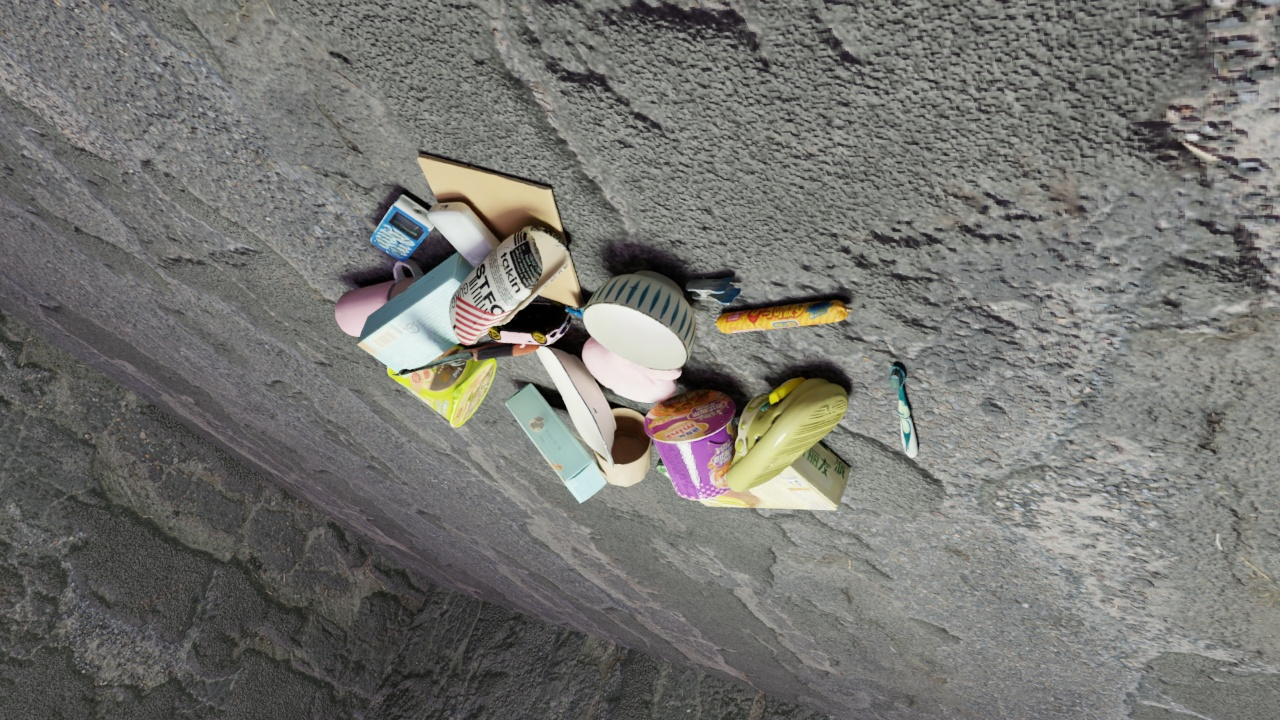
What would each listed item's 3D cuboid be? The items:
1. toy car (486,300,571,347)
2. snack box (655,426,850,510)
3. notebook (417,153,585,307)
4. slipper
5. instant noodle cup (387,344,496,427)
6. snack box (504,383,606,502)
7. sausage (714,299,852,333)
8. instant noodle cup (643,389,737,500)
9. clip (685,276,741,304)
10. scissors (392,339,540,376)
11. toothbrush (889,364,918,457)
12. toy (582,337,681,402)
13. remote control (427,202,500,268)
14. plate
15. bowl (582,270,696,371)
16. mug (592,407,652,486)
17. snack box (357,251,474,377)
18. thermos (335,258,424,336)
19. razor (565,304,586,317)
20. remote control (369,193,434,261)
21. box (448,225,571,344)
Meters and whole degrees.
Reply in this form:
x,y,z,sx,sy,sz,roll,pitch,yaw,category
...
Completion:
x,y,z,sx,sy,sz,roll,pitch,yaw,category
-0.132,-0.043,1.081,0.123,0.056,0.037,6,146,35,toy car
0.141,0.141,1.191,0.114,0.063,0.241,39,152,-28,snack box
-0.141,-0.131,0.969,0.148,0.008,0.208,17,154,15,notebook
0.145,0.074,1.009,0.081,0.091,0.191,56,138,22,slipper
-0.284,0.017,1.288,0.123,0.111,0.112,29,156,7,instant noodle cup
-0.121,0.116,1.300,0.175,0.051,0.074,47,170,33,snack box
0.133,-0.042,0.883,0.165,0.021,0.021,-5,142,47,sausage
0.070,0.103,1.088,0.112,0.111,0.099,4,123,38,instant noodle cup
0.068,-0.069,0.886,0.058,0.026,0.038,7,140,49,clip
-0.194,-0.005,1.079,0.185,0.015,0.208,-5,-170,-1,scissors
0.276,0.060,0.960,0.016,0.018,0.192,11,152,27,toothbrush
-0.006,0.006,1.061,0.121,0.054,0.160,29,162,-9,toy
-0.169,-0.119,0.982,0.056,0.020,0.136,3,148,37,remote control
-0.073,0.048,1.160,0.163,0.034,0.164,64,167,-17,plate
0.006,-0.048,0.932,0.116,0.066,0.117,21,155,10,bowl
-0.039,0.111,1.291,0.124,0.084,0.104,43,163,19,mug
-0.244,-0.051,1.069,0.175,0.051,0.074,-29,129,28,snack box
-0.325,-0.079,1.183,0.199,0.067,0.087,-6,113,48,thermos
-0.010,-0.048,1.001,0.143,0.022,0.042,11,179,20,razor
-0.267,-0.148,1.030,0.049,0.024,0.125,33,155,-19,remote control
-0.134,-0.080,0.958,0.163,0.087,0.076,-39,71,42,box
